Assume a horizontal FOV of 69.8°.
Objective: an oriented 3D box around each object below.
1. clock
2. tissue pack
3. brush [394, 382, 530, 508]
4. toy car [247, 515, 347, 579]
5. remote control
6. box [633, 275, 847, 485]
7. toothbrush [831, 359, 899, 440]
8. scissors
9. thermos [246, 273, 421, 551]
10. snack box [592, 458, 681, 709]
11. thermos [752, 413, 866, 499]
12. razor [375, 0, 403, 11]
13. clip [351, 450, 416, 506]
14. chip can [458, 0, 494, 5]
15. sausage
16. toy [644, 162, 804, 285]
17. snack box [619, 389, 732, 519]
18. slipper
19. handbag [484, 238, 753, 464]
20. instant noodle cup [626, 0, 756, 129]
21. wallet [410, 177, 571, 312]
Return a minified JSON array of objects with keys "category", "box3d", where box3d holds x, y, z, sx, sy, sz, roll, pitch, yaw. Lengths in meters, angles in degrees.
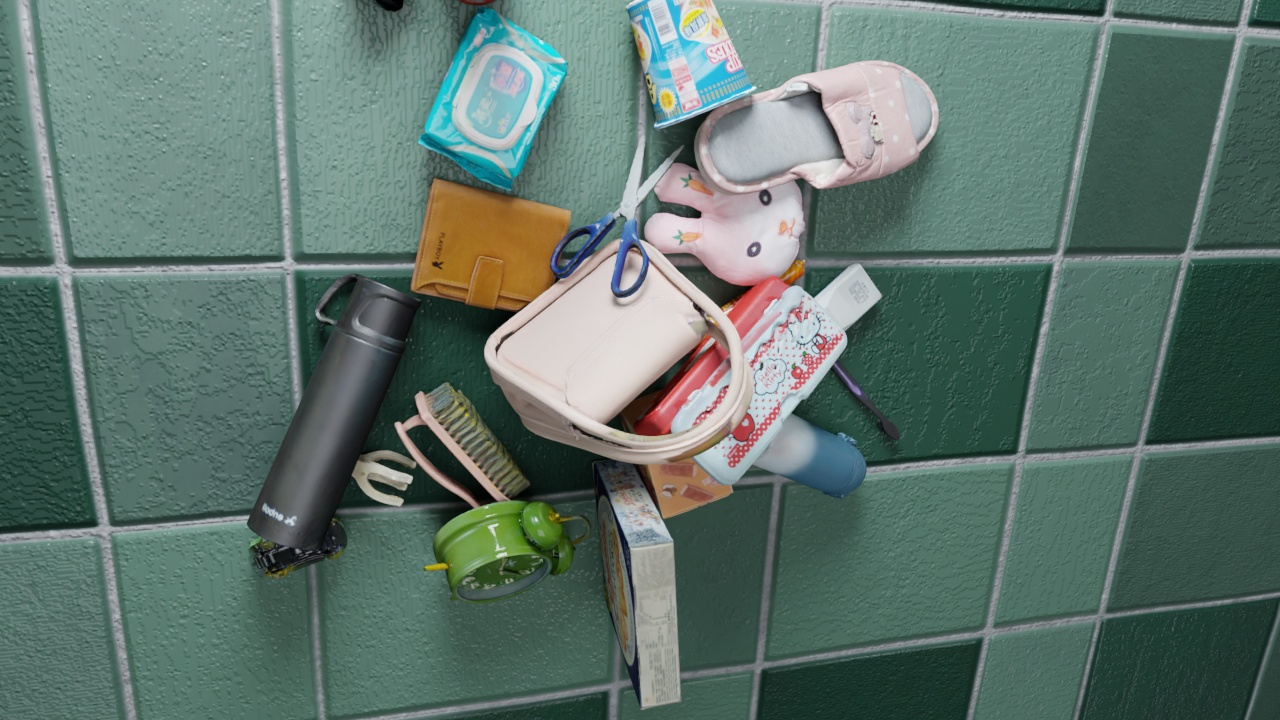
[{"category":"clock","box3d":[-0.127,0.187,0.911,0.161,0.056,0.116,-20,148,-5]},{"category":"tissue pack","box3d":[-0.128,-0.226,0.802,0.093,0.050,0.133,22,101,-23]},{"category":"brush","box3d":[-0.170,0.094,0.894,0.073,0.063,0.145,-38,116,-5]},{"category":"toy car","box3d":[-0.331,0.178,0.890,0.091,0.036,0.043,-17,111,-9]},{"category":"remote control","box3d":[0.196,-0.044,0.968,0.125,0.024,0.049,-43,111,-4]},{"category":"box","box3d":[0.094,0.020,0.863,0.100,0.095,0.200,45,68,-5]},{"category":"toothbrush","box3d":[0.232,0.025,1.015,0.014,0.017,0.189,-45,111,-5]},{"category":"scissors","box3d":[-0.014,-0.127,0.838,0.162,0.162,0.012,-30,149,8]},{"category":"thermos","box3d":[-0.281,0.041,0.828,0.090,0.068,0.242,22,88,16]},{"category":"snack box","box3d":[-0.005,0.216,0.917,0.045,0.182,0.178,-8,111,-11]},{"category":"thermos","box3d":[0.166,0.092,0.949,0.220,0.070,0.070,24,101,-49]},{"category":"razor","box3d":[-0.189,-0.370,0.739,0.067,0.062,0.167,25,96,9]},{"category":"clip","box3d":[-0.265,0.101,0.894,0.104,0.086,0.035,25,102,6]},{"category":"chip can","box3d":[-0.115,-0.311,0.686,0.073,0.216,0.073,-5,108,-15]},{"category":"sausage","box3d":[0.103,-0.056,0.943,0.165,0.021,0.021,-35,114,-3]},{"category":"toy","box3d":[0.085,-0.136,0.894,0.159,0.054,0.121,6,103,-13]},{"category":"snack box","box3d":[0.034,0.090,0.934,0.077,0.093,0.094,-20,112,-9]},{"category":"slipper","box3d":[0.177,-0.220,0.864,0.274,0.054,0.114,-16,97,-21]},{"category":"handbag","box3d":[-0.005,0.005,0.806,0.193,0.234,0.093,-43,135,-16]},{"category":"instant noodle cup","box3d":[0.038,-0.275,0.814,0.099,0.099,0.110,-25,106,-7]},{"category":"wallet","box3d":[-0.141,-0.097,0.856,0.130,0.035,0.119,10,99,-19]}]
